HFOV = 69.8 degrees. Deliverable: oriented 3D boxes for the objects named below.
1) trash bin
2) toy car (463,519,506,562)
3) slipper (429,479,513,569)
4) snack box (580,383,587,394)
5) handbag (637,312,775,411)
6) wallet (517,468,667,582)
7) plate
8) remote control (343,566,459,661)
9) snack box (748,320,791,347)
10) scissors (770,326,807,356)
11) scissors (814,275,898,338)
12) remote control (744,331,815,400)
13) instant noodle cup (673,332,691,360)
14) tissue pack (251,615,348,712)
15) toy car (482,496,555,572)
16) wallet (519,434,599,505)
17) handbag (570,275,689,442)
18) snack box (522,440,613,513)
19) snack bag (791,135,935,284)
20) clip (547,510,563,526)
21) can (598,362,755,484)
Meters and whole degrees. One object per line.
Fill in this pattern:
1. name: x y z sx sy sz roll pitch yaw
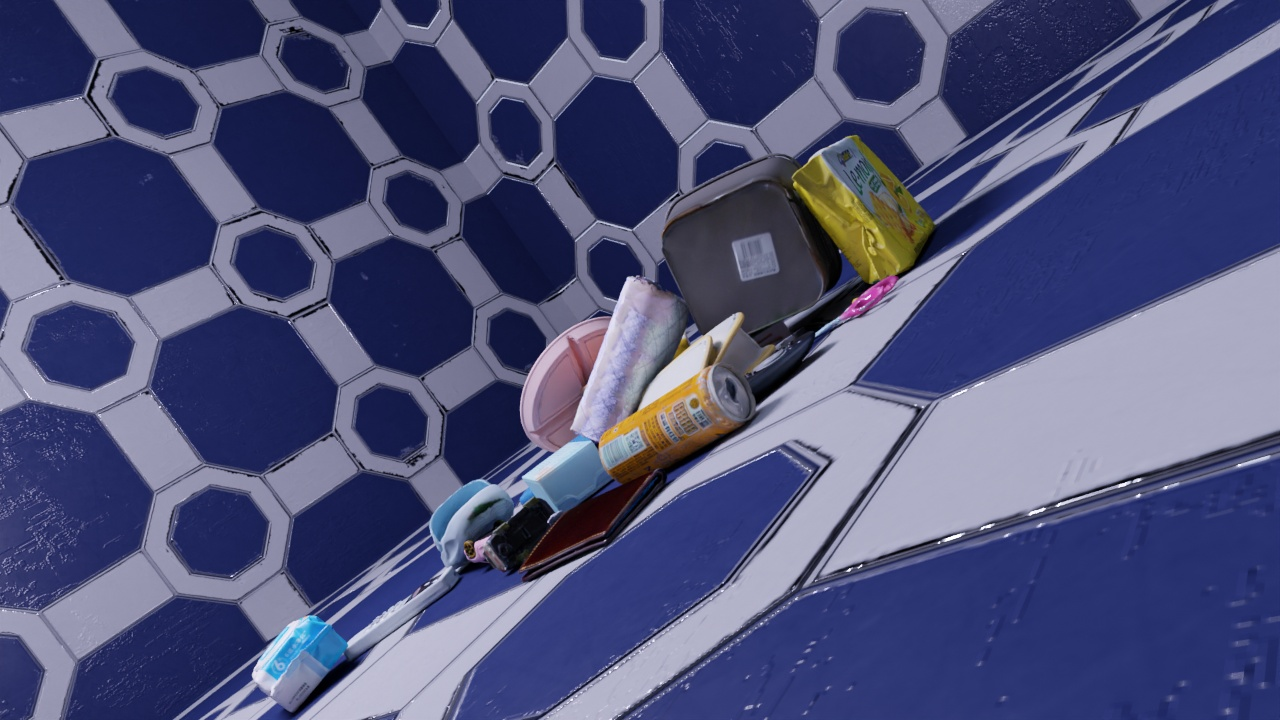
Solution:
1. trash bin: 0.130 -0.130 1.096 0.199 0.199 0.219 -24 7 14
2. toy car: -0.142 0.188 0.974 0.123 0.037 0.056 -31 1 44
3. slipper: -0.206 0.190 1.101 0.103 0.074 0.246 -39 -8 -21
4. snack box: -0.016 0.047 1.300 0.094 0.093 0.077 -37 2 -19
5. handbag: 0.041 0.040 0.949 0.178 0.063 0.164 -47 4 -34
6. wallet: -0.041 0.137 0.765 0.123 0.020 0.096 -32 9 42
7. plate: -0.073 0.043 1.357 0.229 0.230 0.028 -36 46 -18
8. remote control: -0.276 0.290 1.061 0.150 0.021 0.058 -37 2 0
9. snack box: 0.103 0.003 1.109 0.156 0.027 0.085 -31 2 -4
10. scissors: 0.116 0.014 1.021 0.159 0.014 0.173 -36 1 -3
11. scissors: 0.208 -0.048 0.931 0.105 0.017 0.136 -39 0 -37
12. remote control: 0.111 0.019 0.851 0.136 0.024 0.053 -35 0 -10
13. instant noodle cup: 0.018 0.024 1.194 0.124 0.116 0.116 -24 3 6
14. tissue pack: -0.382 0.333 1.020 0.089 0.063 0.140 -52 9 -28
15. toy car: -0.116 0.169 0.899 0.035 0.042 0.090 -36 1 40
16. wallet: -0.095 0.142 1.231 0.133 0.040 0.106 -34 11 37
17. handbag: -0.006 0.006 1.067 0.194 0.076 0.134 -71 -19 -1
18. snack box: -0.086 0.134 1.057 0.074 0.051 0.175 -35 3 -14
19. snack bag: 0.255 -0.173 1.053 0.068 0.158 0.245 -42 -2 29
20. clip: -0.077 0.157 0.877 0.024 0.029 0.057 -34 -5 -5
21. can: 0.030 0.058 0.808 0.146 0.058 0.058 -34 3 36
